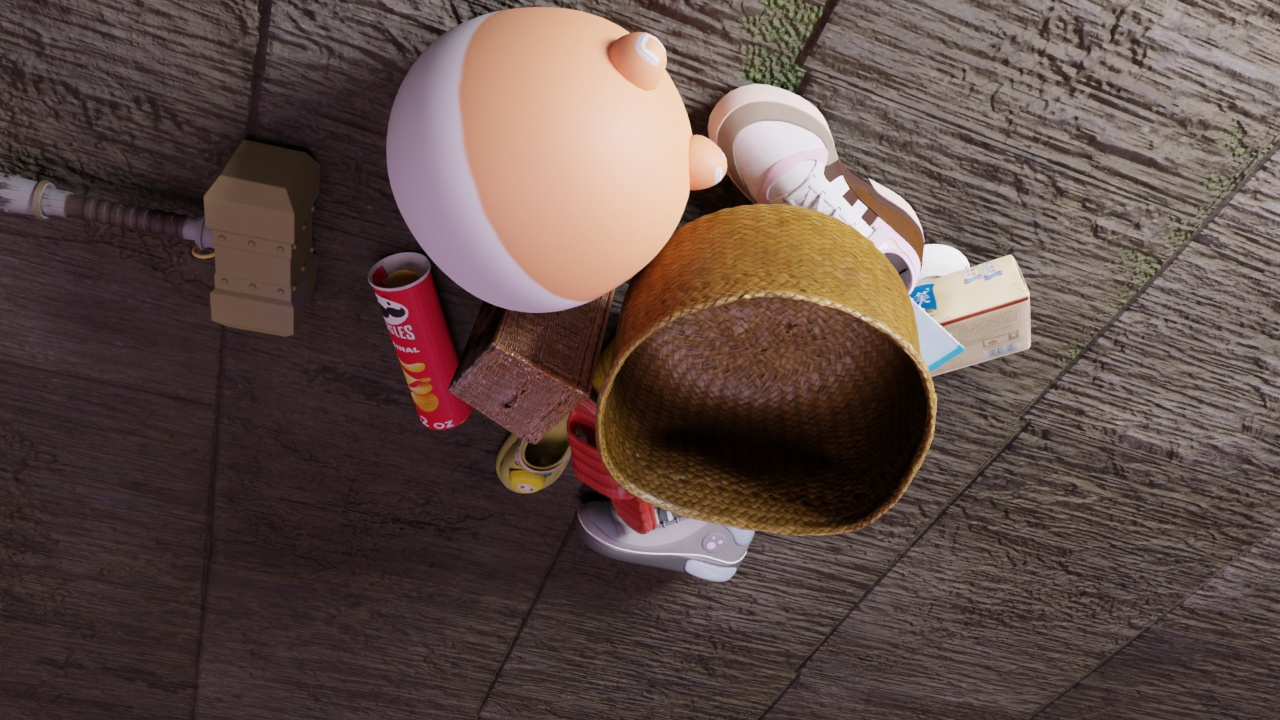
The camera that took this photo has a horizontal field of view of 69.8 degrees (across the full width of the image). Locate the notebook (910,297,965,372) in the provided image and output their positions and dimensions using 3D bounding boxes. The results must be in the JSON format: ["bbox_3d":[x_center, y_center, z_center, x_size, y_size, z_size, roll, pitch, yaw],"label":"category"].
[{"bbox_3d":[0.191,0.002,0.996,0.181,0.009,0.254,37,126,-19],"label":"notebook"}]

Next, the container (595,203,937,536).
[{"bbox_3d":[0.117,0.002,0.873,0.307,0.196,0.308,5,133,5],"label":"container"}]

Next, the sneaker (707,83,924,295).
[{"bbox_3d":[0.185,-0.155,0.939,0.293,0.116,0.112,36,122,-28],"label":"sneaker"}]

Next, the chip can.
[{"bbox_3d":[-0.256,-0.017,1.084,0.069,0.069,0.221,-5,131,3],"label":"chip can"}]

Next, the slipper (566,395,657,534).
[{"bbox_3d":[-0.043,0.141,1.156,0.059,0.104,0.249,-39,130,-25],"label":"slipper"}]

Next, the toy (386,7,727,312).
[{"bbox_3d":[-0.077,-0.183,0.818,0.281,0.265,0.263,-11,139,28],"label":"toy"}]

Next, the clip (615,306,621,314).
[{"bbox_3d":[0.064,-0.088,1.034,0.168,0.031,0.165,8,122,-42],"label":"clip"}]

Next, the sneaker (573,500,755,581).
[{"bbox_3d":[0.047,0.212,1.285,0.256,0.093,0.161,17,120,-14],"label":"sneaker"}]

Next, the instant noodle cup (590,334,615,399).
[{"bbox_3d":[-0.006,0.006,1.098,0.100,0.100,0.113,28,132,-23],"label":"instant noodle cup"}]

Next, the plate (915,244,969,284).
[{"bbox_3d":[0.332,-0.085,1.062,0.104,0.026,0.104,0,131,0],"label":"plate"}]

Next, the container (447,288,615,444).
[{"bbox_3d":[-0.113,-0.028,0.994,0.112,0.198,0.114,31,135,-20],"label":"container"}]

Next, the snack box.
[{"bbox_3d":[0.331,-0.033,1.049,0.208,0.055,0.153,-18,153,17],"label":"snack box"}]

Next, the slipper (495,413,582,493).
[{"bbox_3d":[-0.125,0.118,1.199,0.091,0.081,0.191,18,126,-19],"label":"slipper"}]

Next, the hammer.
[{"bbox_3d":[-0.512,-0.146,0.948,0.324,0.100,0.191,10,130,-10],"label":"hammer"}]
